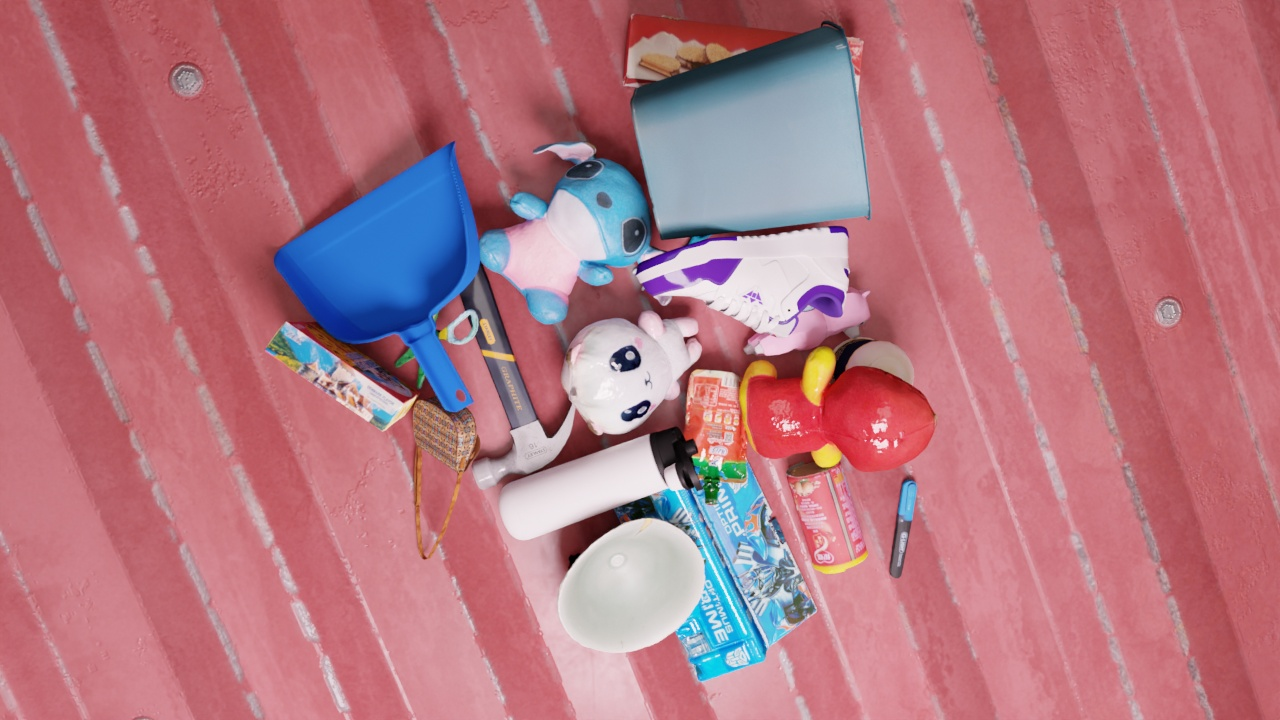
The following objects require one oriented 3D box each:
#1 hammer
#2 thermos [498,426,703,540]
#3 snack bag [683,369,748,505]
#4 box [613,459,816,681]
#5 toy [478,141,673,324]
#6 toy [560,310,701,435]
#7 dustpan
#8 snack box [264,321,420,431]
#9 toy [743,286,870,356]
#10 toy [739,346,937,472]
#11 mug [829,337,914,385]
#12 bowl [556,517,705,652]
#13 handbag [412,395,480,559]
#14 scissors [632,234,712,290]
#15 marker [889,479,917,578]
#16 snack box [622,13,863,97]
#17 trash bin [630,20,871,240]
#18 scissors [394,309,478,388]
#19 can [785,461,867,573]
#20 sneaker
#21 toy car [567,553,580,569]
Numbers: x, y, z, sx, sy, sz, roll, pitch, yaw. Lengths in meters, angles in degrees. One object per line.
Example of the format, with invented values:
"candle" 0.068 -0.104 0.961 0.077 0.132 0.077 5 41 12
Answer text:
"hammer" -0.175 -0.019 1.054 0.139 0.035 0.312 -21 94 -4
"thermos" -0.044 0.143 1.018 0.230 0.101 0.068 -21 114 11
"snack bag" 0.087 0.090 1.063 0.087 0.044 0.155 8 79 -19
"box" 0.095 0.240 1.083 0.175 0.060 0.243 -26 96 -4
"toy" -0.068 -0.130 1.028 0.191 0.099 0.224 -39 97 4
"toy" -0.006 0.006 1.045 0.179 0.101 0.139 -24 117 -21
"dustpan" -0.247 -0.065 0.996 0.246 0.059 0.257 -28 94 13
"snack box" -0.314 0.014 0.987 0.145 0.142 0.040 36 88 -7
"toy" 0.187 -0.064 1.072 0.157 0.067 0.123 -24 93 -9
"toy" 0.214 0.064 1.010 0.098 0.217 0.147 -53 133 -40
"mug" 0.278 0.028 1.073 0.085 0.089 0.112 -29 96 -4
"bowl" -0.017 0.241 1.038 0.174 0.068 0.174 -7 115 -16
"handbag" -0.226 0.138 1.042 0.043 0.093 0.196 -6 112 -45
"scissors" 0.056 -0.110 1.082 0.135 0.016 0.083 -35 98 -1
"marker" 0.322 0.207 1.125 0.018 0.015 0.123 8 94 -7
"snack box" 0.119 -0.344 1.058 0.273 0.044 0.076 5 93 -6
"trash bin" 0.113 -0.235 0.979 0.219 0.198 0.197 -11 112 7
"scissors" -0.228 -0.021 1.035 0.108 0.012 0.132 19 102 19
"can" 0.221 0.182 1.088 0.066 0.067 0.124 -18 95 -5
"sneaker" 0.116 -0.075 0.983 0.244 0.092 0.111 -8 89 -15
"toy car" -0.055 0.267 1.078 0.036 0.042 0.091 -30 96 -15
